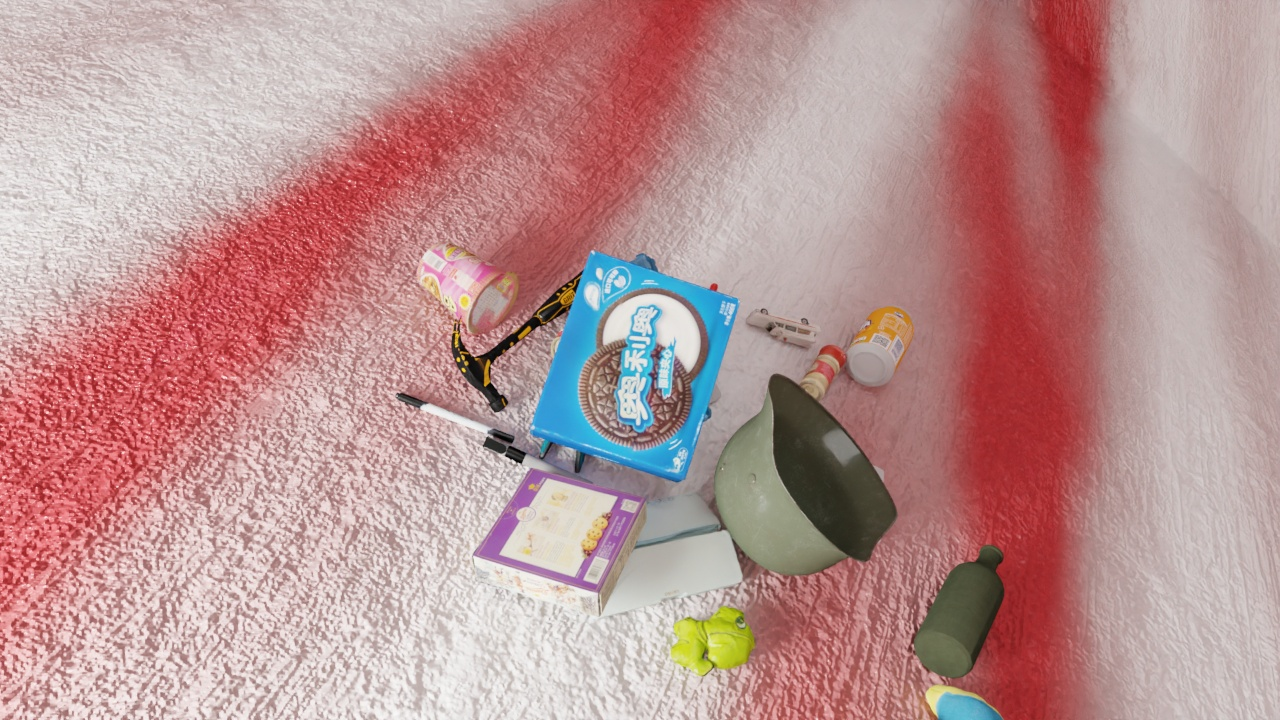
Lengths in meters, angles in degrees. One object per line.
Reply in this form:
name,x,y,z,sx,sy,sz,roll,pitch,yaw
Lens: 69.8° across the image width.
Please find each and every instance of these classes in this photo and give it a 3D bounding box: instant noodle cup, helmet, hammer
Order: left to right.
instant noodle cup,-0.233,-0.103,1.219,0.108,0.098,0.097,35,43,19
hammer,-0.141,-0.057,1.237,0.123,0.036,0.319,58,39,-12
helmet,0.176,0.161,1.099,0.227,0.154,0.267,40,20,-18

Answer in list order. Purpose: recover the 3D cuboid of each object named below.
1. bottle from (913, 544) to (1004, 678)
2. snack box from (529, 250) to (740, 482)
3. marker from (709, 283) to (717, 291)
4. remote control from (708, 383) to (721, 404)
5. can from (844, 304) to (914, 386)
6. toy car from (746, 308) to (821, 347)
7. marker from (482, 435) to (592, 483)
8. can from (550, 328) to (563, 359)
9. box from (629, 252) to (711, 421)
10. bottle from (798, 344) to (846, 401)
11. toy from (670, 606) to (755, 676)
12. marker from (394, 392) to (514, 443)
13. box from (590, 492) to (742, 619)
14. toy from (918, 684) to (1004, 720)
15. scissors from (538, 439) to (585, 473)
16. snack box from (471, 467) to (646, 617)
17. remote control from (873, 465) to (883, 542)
bottle,0.410,0.303,1.150,0.071,0.072,0.206,39,44,13
snack box,-0.007,0.007,1.119,0.195,0.056,0.238,18,80,-2
marker,0.097,-0.074,1.406,0.013,0.013,0.141,26,43,-1
remote control,0.066,-0.005,1.285,0.045,0.008,0.146,-25,87,-40
can,0.379,-0.026,1.446,0.079,0.079,0.142,34,43,8
toy car,0.222,-0.049,1.426,0.113,0.039,0.039,13,66,-13
marker,-0.122,0.126,1.102,0.140,0.016,0.016,24,43,-3
can,-0.046,-0.038,1.260,0.067,0.067,0.169,42,45,16
box,0.025,-0.018,1.222,0.102,0.094,0.231,-8,75,-66
bottle,0.273,0.019,1.379,0.044,0.044,0.108,35,44,8
toy,0.082,0.309,1.012,0.093,0.036,0.094,18,44,0
marker,-0.224,0.069,1.111,0.152,0.011,0.011,21,43,-6
box,0.013,0.219,1.065,0.196,0.049,0.136,-5,50,-29
toy,0.334,0.444,0.968,0.149,0.084,0.213,44,43,21
scissors,-0.088,0.083,1.158,0.152,0.019,0.128,-19,60,-36
snack box,-0.085,0.193,1.002,0.148,0.041,0.143,12,40,17
remote control,0.313,0.193,1.251,0.033,0.012,0.130,25,43,-5
